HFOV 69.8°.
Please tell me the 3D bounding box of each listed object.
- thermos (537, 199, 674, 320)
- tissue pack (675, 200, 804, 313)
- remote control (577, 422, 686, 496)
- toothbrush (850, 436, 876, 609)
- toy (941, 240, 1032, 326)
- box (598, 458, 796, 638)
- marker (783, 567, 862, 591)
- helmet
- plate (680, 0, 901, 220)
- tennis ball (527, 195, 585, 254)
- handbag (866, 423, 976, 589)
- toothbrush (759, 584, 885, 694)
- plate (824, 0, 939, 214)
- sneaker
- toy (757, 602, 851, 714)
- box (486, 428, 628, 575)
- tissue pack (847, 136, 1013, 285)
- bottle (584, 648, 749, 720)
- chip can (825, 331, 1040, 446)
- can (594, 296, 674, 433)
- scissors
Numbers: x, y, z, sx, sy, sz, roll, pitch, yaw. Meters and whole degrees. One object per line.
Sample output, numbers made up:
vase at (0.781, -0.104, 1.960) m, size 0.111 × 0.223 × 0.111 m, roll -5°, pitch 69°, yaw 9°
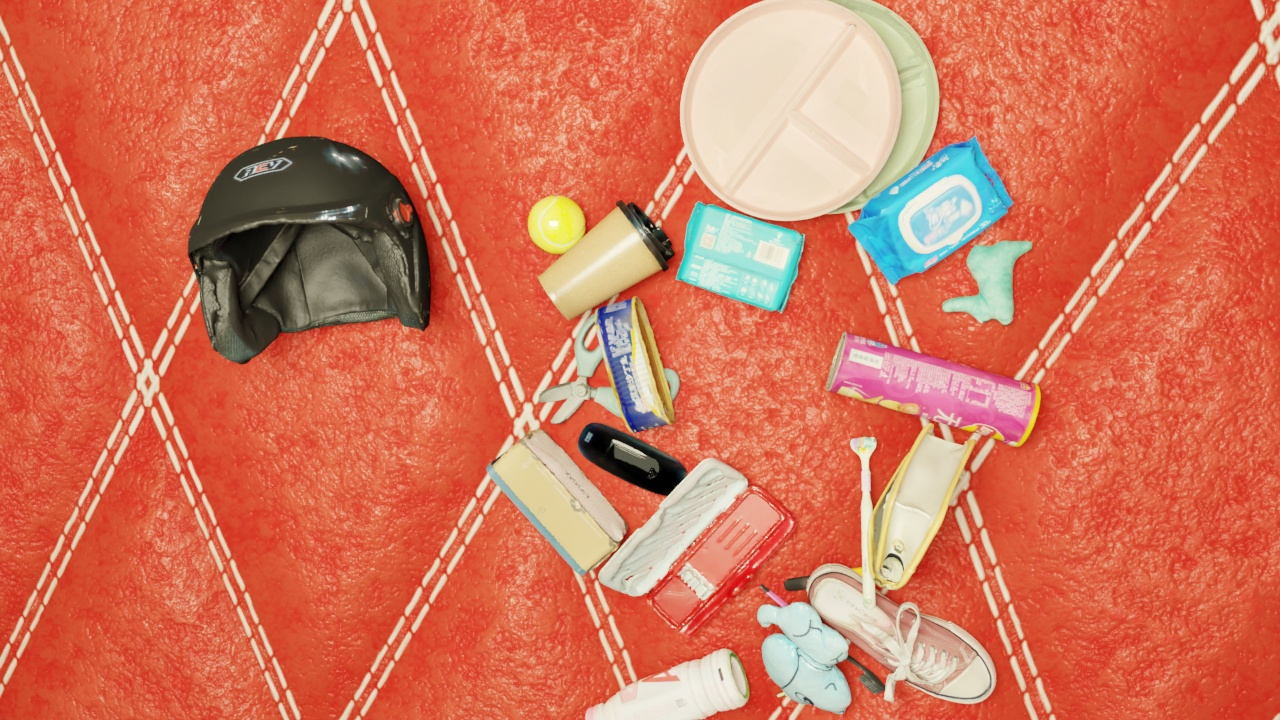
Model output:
thermos at (-0.037, -0.108, 1.011) m, size 0.143 × 0.093 × 0.093 m, roll -36°, pitch 91°, yaw 4°
tissue pack at (0.109, -0.114, 1.015) m, size 0.133 × 0.050 × 0.093 m, roll 19°, pitch 102°, yaw 6°
remote control at (-0.011, 0.117, 1.078) m, size 0.136 × 0.024 × 0.053 m, roll 25°, pitch 100°, yaw 5°
toothbrush at (0.247, 0.176, 1.006) m, size 0.029 × 0.020 × 0.189 m, roll -7°, pitch 68°, yaw 25°
toy at (0.374, -0.081, 0.990) m, size 0.096 × 0.030 × 0.092 m, roll -5°, pitch 94°, yaw 15°
box at (0.065, 0.214, 1.061) m, size 0.160 × 0.063 × 0.201 m, roll 37°, pitch 102°, yaw -17°
marker at (0.228, 0.253, 1.065) m, size 0.124 × 0.015 × 0.018 m, roll -12°, pitch 100°, yaw 13°
helmet at (-0.350, -0.127, 0.979) m, size 0.233 × 0.275 × 0.230 m, roll -11°, pitch 69°, yaw -1°
plate at (0.157, -0.264, 0.972) m, size 0.230 × 0.028 × 0.229 m, roll 1°, pitch 99°, yaw 9°
tennis ball at (-0.094, -0.153, 1.034) m, size 0.065 × 0.065 × 0.065 m, roll 1°, pitch 97°, yaw 8°
handbag at (0.281, 0.169, 0.972) m, size 0.063 × 0.162 × 0.179 m, roll 26°, pitch 130°, yaw 20°
toothbrush at (0.211, 0.327, 1.077) m, size 0.189 × 0.014 × 0.018 m, roll 40°, pitch 113°, yaw 3°
plate at (0.203, -0.274, 0.992) m, size 0.230 × 0.027 × 0.230 m, roll 1°, pitch 97°, yaw 9°
sneaker at (0.291, 0.317, 1.018) m, size 0.241 × 0.087 × 0.118 m, roll 33°, pitch 106°, yaw -2°
toy at (0.186, 0.342, 1.045) m, size 0.161 × 0.049 × 0.157 m, roll 40°, pitch 138°, yaw 2°
box at (-0.098, 0.156, 1.065) m, size 0.063 × 0.089 × 0.184 m, roll -44°, pitch 87°, yaw 12°
tissue pack at (0.306, -0.154, 0.967) m, size 0.157 × 0.052 × 0.095 m, roll -35°, pitch 111°, yaw 11°
bottle at (0.028, 0.404, 1.090) m, size 0.197 × 0.068 × 0.068 m, roll -24°, pitch 93°, yaw 14°
chip can at (0.313, 0.029, 0.993) m, size 0.210 × 0.071 × 0.071 m, roll 16°, pitch 99°, yaw 7°
can at (-0.006, 0.006, 1.019) m, size 0.049 × 0.074 × 0.148 m, roll -16°, pitch 94°, yaw 12°
scissors at (-0.047, 0.004, 1.072) m, size 0.177 × 0.019 × 0.172 m, roll -10°, pitch 97°, yaw 11°
